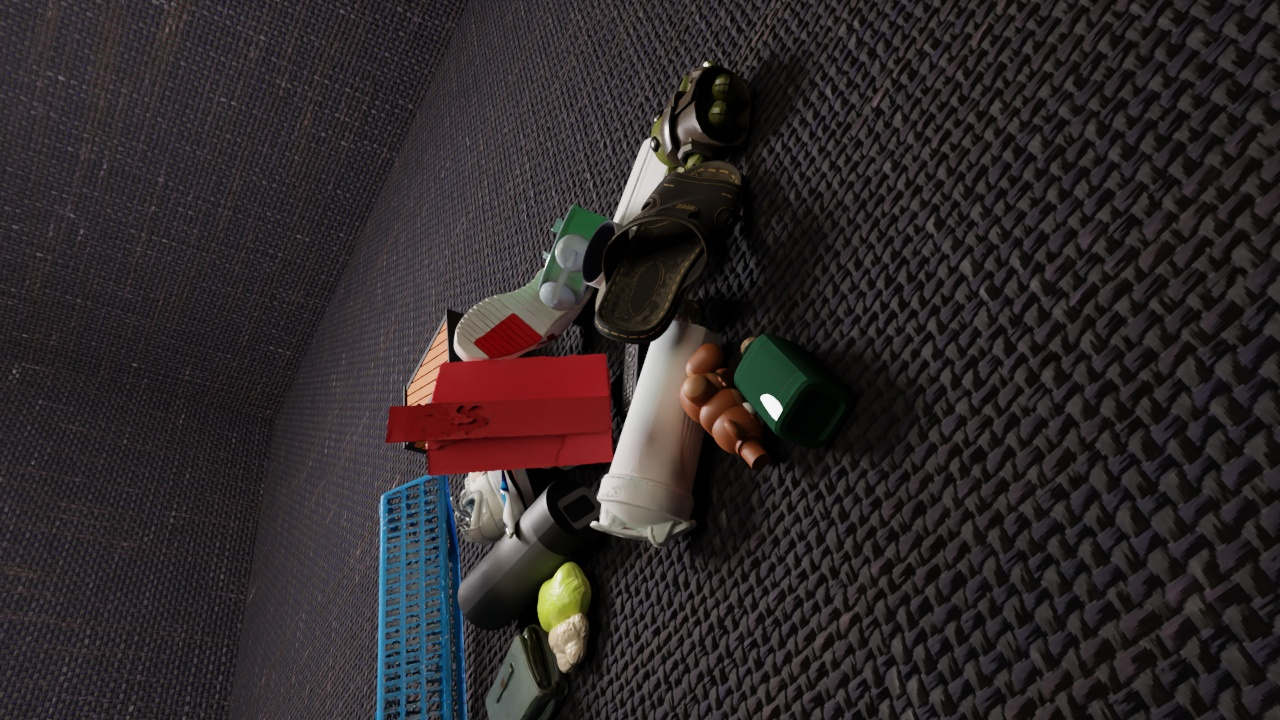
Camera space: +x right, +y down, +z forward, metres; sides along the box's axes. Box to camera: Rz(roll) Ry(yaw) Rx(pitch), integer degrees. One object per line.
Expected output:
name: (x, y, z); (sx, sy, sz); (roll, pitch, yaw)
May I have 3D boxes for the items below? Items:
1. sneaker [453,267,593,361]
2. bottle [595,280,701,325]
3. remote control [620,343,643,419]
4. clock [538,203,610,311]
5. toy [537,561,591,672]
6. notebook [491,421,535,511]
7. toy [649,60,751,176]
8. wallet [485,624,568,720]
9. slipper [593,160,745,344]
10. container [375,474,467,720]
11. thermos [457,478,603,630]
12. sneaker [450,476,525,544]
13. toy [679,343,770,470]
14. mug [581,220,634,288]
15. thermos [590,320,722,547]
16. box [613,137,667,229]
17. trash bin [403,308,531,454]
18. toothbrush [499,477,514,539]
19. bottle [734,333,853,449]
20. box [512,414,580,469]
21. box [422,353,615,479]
sneaker: (-0.164, -0.041, 1.241); (0.235, 0.090, 0.105); (-42, -12, -44)
bottle: (0.009, -0.056, 1.009); (0.056, 0.105, 0.056); (-39, 41, 46)
remote control: (-0.007, 0.006, 1.098); (0.032, 0.015, 0.136); (-38, 39, 47)
clock: (-0.091, -0.129, 1.183); (0.161, 0.075, 0.122); (-73, 7, -58)
toy: (-0.084, 0.291, 1.034); (0.092, 0.046, 0.115); (-49, 42, 38)
notebook: (-0.182, 0.110, 1.243); (0.209, 0.022, 0.172); (-130, 23, -59)
toy: (0.065, -0.278, 1.072); (0.153, 0.078, 0.179); (-17, 61, 61)
wallet: (-0.137, 0.387, 1.071); (0.132, 0.054, 0.100); (-64, 27, 25)
slipper: (0.031, -0.128, 0.947); (0.267, 0.113, 0.076); (-59, -23, -32)
container: (-0.275, 0.346, 1.162); (0.258, 0.089, 0.361); (97, 165, -50)
thermos: (-0.135, 0.240, 1.117); (0.241, 0.082, 0.082); (-48, 35, 37)
sneaker: (-0.217, 0.183, 1.248); (0.242, 0.090, 0.089); (-143, 34, -70)
toy: (0.083, 0.047, 0.844); (0.065, 0.095, 0.127); (-42, 45, 4)
mug: (-0.017, -0.110, 1.100); (0.112, 0.096, 0.078); (-12, 63, 59)
thermos: (0.025, 0.073, 0.922); (0.099, 0.099, 0.220); (-10, 61, 60)
box: (-0.008, -0.195, 1.217); (0.130, 0.036, 0.209); (30, 101, 66)
trash bin: (-0.266, 0.046, 1.415); (0.172, 0.139, 0.139); (-55, 32, 29)
toothbrush: (-0.171, 0.164, 1.136); (0.189, 0.017, 0.016); (-118, 41, -62)
bottle: (0.123, 0.016, 0.803); (0.061, 0.061, 0.131); (-60, 29, 16)
box: (-0.129, 0.090, 1.211); (0.042, 0.082, 0.187); (-67, 29, 17)
box: (-0.140, 0.059, 1.093); (0.164, 0.214, 0.153); (87, 179, -80)
